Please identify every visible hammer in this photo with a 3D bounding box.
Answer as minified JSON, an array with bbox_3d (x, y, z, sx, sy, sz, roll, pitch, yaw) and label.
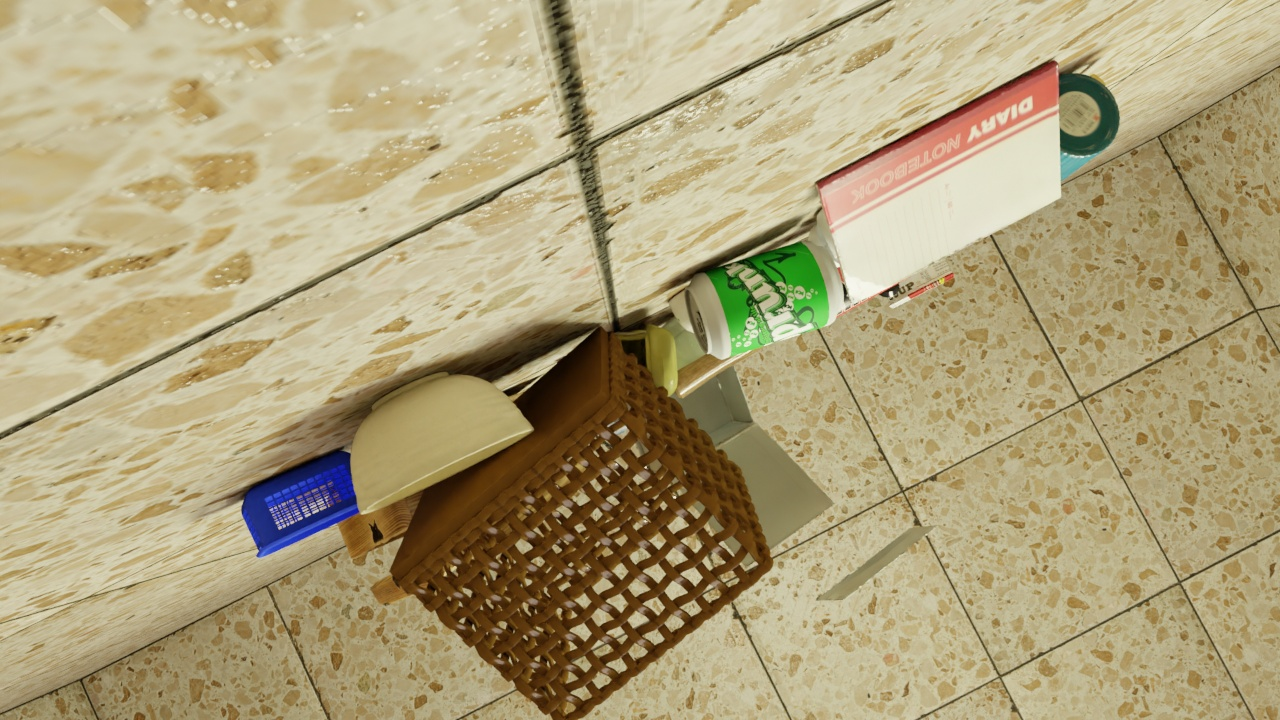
[{"bbox_3d":[0.165,-0.052,1.073,0.305,0.040,0.132,-32,138,-2],"label":"hammer"}]

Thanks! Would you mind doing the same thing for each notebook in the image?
[{"bbox_3d":[0.259,-0.144,0.779,0.209,0.012,0.153,-28,138,4],"label":"notebook"}]

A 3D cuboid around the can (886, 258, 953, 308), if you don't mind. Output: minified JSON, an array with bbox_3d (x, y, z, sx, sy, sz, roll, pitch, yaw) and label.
[{"bbox_3d":[0.331,-0.137,1.162,0.086,0.116,0.086,-27,176,-2],"label":"can"}]

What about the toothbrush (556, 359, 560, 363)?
[{"bbox_3d":[-0.067,0.004,1.113,0.016,0.016,0.189,-27,176,10],"label":"toothbrush"}]

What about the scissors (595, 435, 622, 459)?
[{"bbox_3d":[-0.080,0.082,1.216,0.012,0.163,0.154,-53,149,-19],"label":"scissors"}]

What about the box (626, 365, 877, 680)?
[{"bbox_3d":[0.138,0.179,1.247,0.166,0.478,0.119,-29,172,-26],"label":"box"}]

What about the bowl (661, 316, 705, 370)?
[{"bbox_3d":[0.054,-0.024,1.144,0.117,0.061,0.117,-38,-178,2],"label":"bowl"}]

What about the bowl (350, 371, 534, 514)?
[{"bbox_3d":[-0.169,0.057,0.737,0.150,0.075,0.151,-27,176,-2],"label":"bowl"}]

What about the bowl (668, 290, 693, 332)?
[{"bbox_3d":[0.088,-0.064,1.004,0.105,0.054,0.105,-28,176,-2],"label":"bowl"}]

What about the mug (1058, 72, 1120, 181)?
[{"bbox_3d":[0.385,-0.218,0.850,0.113,0.083,0.107,-49,176,-9],"label":"mug"}]

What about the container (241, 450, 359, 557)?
[{"bbox_3d":[-0.318,0.134,0.871,0.114,0.058,0.096,-24,175,-31],"label":"container"}]

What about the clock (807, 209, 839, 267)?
[{"bbox_3d":[0.241,-0.138,0.896,0.125,0.073,0.161,-25,176,-18],"label":"clock"}]

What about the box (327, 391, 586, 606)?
[{"bbox_3d":[-0.218,0.162,1.134,0.244,0.168,0.280,-24,173,-36],"label":"box"}]

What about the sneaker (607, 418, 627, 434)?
[{"bbox_3d":[0.004,0.016,1.325,0.268,0.103,0.133,-22,159,-51],"label":"sneaker"}]

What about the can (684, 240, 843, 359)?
[{"bbox_3d":[0.120,-0.060,0.901,0.140,0.087,0.088,-18,175,-6],"label":"can"}]

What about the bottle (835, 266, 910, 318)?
[{"bbox_3d":[0.206,-0.078,0.995,0.176,0.062,0.062,-29,176,-6],"label":"bottle"}]

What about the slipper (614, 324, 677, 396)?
[{"bbox_3d":[-0.006,0.006,1.034,0.081,0.091,0.190,-6,-179,-9],"label":"slipper"}]

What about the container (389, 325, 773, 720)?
[{"bbox_3d":[-0.055,0.147,0.872,0.252,0.214,0.219,-41,-166,10],"label":"container"}]
